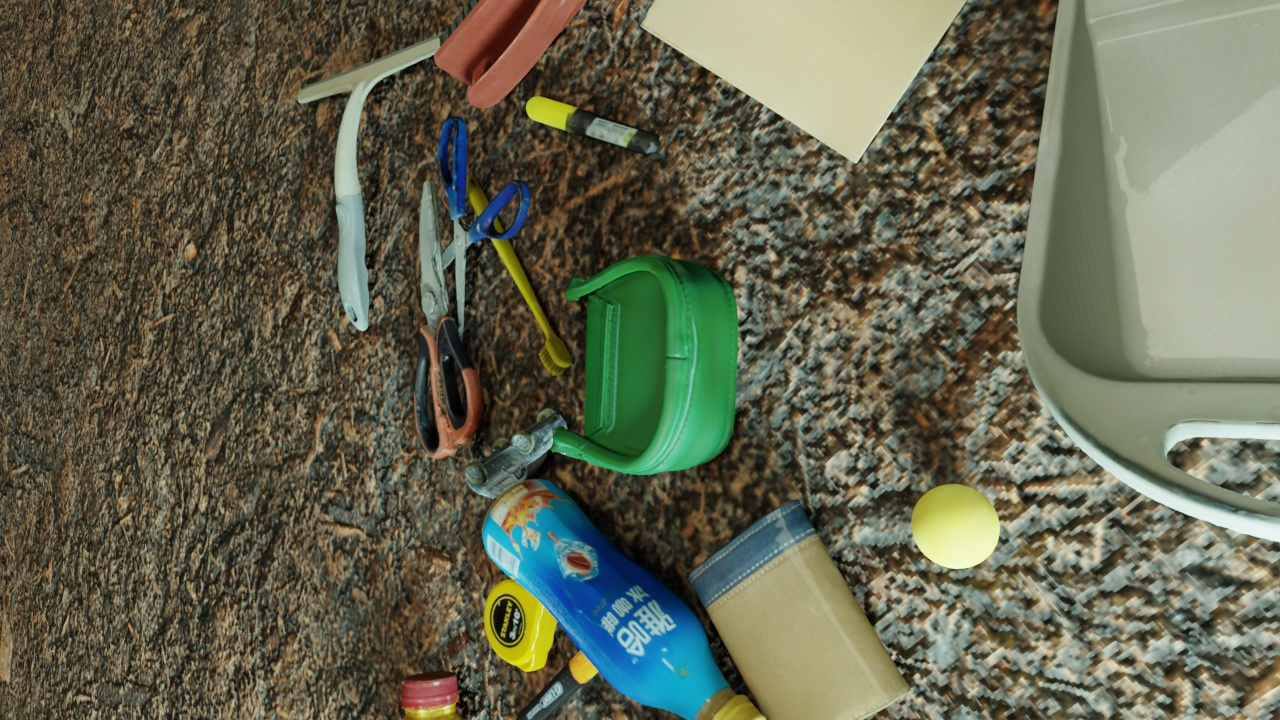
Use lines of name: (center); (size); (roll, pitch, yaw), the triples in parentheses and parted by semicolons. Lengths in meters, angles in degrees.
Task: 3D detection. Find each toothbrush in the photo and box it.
toothbrush: (-0.096, -0.067, 0.678); (0.017, 0.015, 0.190); (-48, 58, 33)

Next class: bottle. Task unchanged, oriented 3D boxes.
bottle: (-0.013, 0.151, 0.552); (0.219, 0.065, 0.065); (34, 107, 38)
bottle: (-0.147, 0.316, 0.657); (0.058, 0.057, 0.174); (-13, 78, 38)

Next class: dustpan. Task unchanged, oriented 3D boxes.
dustpan: (0.245, -0.070, 0.316); (0.223, 0.142, 0.257); (0, 87, 39)

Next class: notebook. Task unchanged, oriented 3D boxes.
notebook: (0.112, -0.235, 0.483); (0.149, 0.012, 0.212); (36, 110, 9)

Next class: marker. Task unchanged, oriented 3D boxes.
marker: (-0.034, -0.163, 0.638); (0.124, 0.015, 0.018); (27, 104, 35)
marker: (-0.049, 0.215, 0.613); (0.124, 0.015, 0.018); (-50, 54, 27)

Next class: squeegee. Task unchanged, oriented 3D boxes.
squeegee: (-0.248, -0.150, 0.798); (0.247, 0.039, 0.246); (-1, 86, 40)

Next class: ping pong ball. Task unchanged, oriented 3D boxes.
ping pong ball: (0.151, 0.080, 0.442); (0.040, 0.040, 0.040); (-5, 83, 39)

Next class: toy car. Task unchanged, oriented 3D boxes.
toy car: (-0.085, 0.066, 0.641); (0.091, 0.042, 0.034); (-35, 92, 35)

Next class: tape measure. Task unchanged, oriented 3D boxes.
tape measure: (-0.080, 0.178, 0.633); (0.057, 0.028, 0.060); (17, 97, 38)

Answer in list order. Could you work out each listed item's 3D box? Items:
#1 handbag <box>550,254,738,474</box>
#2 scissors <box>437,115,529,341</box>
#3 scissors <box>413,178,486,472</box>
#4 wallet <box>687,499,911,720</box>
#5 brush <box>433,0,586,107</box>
handbag: (-0.003, 0.003, 0.560); (0.120, 0.067, 0.131); (-4, 83, 40)
scissors: (-0.132, -0.102, 0.695); (0.163, 0.012, 0.176); (-3, 92, 49)
scissors: (-0.146, -0.032, 0.699); (0.177, 0.015, 0.211); (40, 118, 34)
wallet: (0.083, 0.145, 0.500); (0.090, 0.033, 0.115); (-45, 60, 30)
brush: (-0.080, -0.247, 0.652); (0.146, 0.063, 0.069); (-39, 51, 28)
